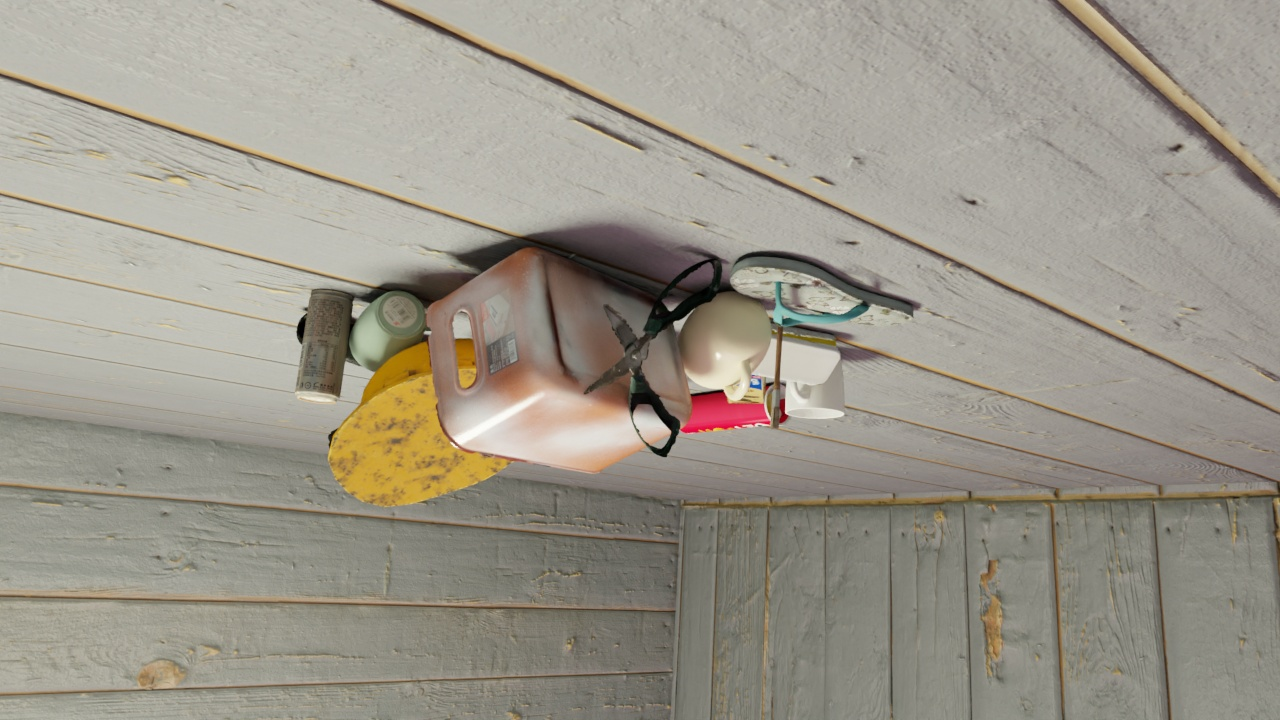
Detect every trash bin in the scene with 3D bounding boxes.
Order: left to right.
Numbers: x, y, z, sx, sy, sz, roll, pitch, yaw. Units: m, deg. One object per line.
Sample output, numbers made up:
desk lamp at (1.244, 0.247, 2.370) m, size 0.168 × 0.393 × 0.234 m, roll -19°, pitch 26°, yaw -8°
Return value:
trash bin at (-0.077, 0.004, 1.002) m, size 0.158 × 0.181 × 0.259 m, roll -28°, pitch 151°, yaw 31°

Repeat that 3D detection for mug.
mug at (-0.296, -0.037, 1.146) m, size 0.111 × 0.084 × 0.104 m, roll 12°, pitch 155°, yaw -26°
mug at (0.102, -0.017, 1.042) m, size 0.096 × 0.120 × 0.100 m, roll -8°, pitch 159°, yaw -17°
mug at (0.235, 0.028, 1.270) m, size 0.081 × 0.087 × 0.114 m, roll -5°, pitch 164°, yaw 34°

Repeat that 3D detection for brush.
brush at (0.163, 0.009, 1.087) m, size 0.008 × 0.143 × 0.045 m, roll 4°, pitch 176°, yaw 4°

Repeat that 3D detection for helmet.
helmet at (-0.255, 0.054, 1.125) m, size 0.255 × 0.131 × 0.205 m, roll -27°, pitch 135°, yaw 4°

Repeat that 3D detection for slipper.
slipper at (0.195, -0.055, 1.007) m, size 0.268 × 0.054 × 0.098 m, roll 12°, pitch 167°, yaw -39°

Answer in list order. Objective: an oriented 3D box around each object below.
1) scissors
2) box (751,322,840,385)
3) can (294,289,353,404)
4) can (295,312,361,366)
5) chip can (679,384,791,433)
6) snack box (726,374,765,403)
scissors at (0.028, -0.008, 0.934) m, size 0.015 × 0.203 × 0.202 m, roll 27°, pitch 154°, yaw 45°
box at (0.158, -0.021, 1.173) m, size 0.210 × 0.070 × 0.067 m, roll 10°, pitch 144°, yaw -25°
can at (-0.393, -0.016, 1.142) m, size 0.054 × 0.135 × 0.054 m, roll 4°, pitch 167°, yaw 1°
can at (-0.416, -0.029, 1.274) m, size 0.054 × 0.054 × 0.137 m, roll -1°, pitch 166°, yaw 20°
chip can at (0.156, 0.086, 1.587) m, size 0.069 × 0.069 × 0.221 m, roll 14°, pitch 164°, yaw -39°
snack box at (0.150, 0.017, 1.316) m, size 0.057 × 0.056 × 0.207 m, roll 2°, pitch 167°, yaw 9°
